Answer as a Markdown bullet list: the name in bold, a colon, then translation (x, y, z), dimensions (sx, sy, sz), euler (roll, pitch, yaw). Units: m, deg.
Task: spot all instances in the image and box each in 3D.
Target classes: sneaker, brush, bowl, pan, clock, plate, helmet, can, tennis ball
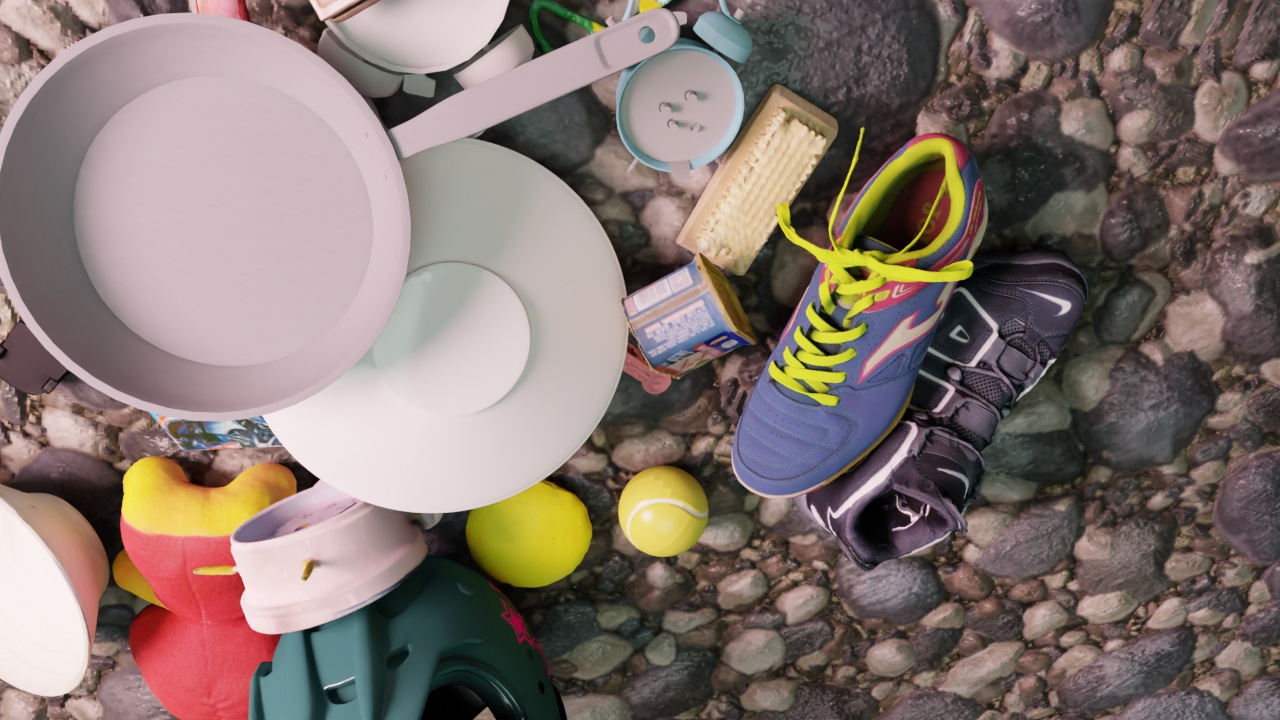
- **sneaker**: translation (0.121, -0.027, 0.552), dimensions (0.116, 0.091, 0.242), euler (31, 93, 23)
- **brush**: translation (0.073, -0.107, 0.569), dimensions (0.049, 0.039, 0.117), euler (27, 111, -16)
- **sneaker**: translation (0.197, 0.040, 0.593), dimensions (0.097, 0.150, 0.253), euler (33, 111, -19)
- **bowl**: translation (-0.429, 0.144, 0.643), dimensions (0.177, 0.057, 0.177), euler (9, 115, 21)
- **pan**: translation (-0.147, -0.101, 0.471), dimensions (0.356, 0.051, 0.201), euler (-24, 100, -3)
- **clock**: translation (-0.195, 0.113, 0.605), dimensions (0.117, 0.157, 0.059), euler (-10, 105, 28)
- **clock**: translation (0.021, -0.165, 0.522), dimensions (0.087, 0.042, 0.123), euler (-6, 126, -6)
- **plate**: translation (-0.112, -0.014, 0.538), dimensions (0.229, 0.030, 0.229), euler (-4, 104, -18)
- **helmet**: translation (-0.159, 0.241, 0.607), dimensions (0.176, 0.274, 0.200), euler (-37, 113, 6)
- **clock**: translation (-0.119, -0.193, 0.498), dimensions (0.120, 0.061, 0.159), euler (-2, 117, -3)
- **can**: translation (0.031, -0.025, 0.578), dimensions (0.059, 0.099, 0.054), euler (-27, 78, 12)
- **tennis ball**: translation (0.017, 0.109, 0.666), dimensions (0.065, 0.065, 0.065), euler (-2, 118, -3)

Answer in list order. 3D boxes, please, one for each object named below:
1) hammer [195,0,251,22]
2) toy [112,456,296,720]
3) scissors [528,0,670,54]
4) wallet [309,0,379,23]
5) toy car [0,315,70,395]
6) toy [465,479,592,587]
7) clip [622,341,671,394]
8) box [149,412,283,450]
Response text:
- **hammer**: translation (-0.231, -0.178, 0.489), dimensions (0.140, 0.036, 0.326), euler (-3, 110, -2)
- **toy**: translation (-0.309, 0.176, 0.668), dimensions (0.147, 0.098, 0.216), euler (6, 113, 2)
- **scissors**: translation (-0.001, -0.194, 0.533), dimensions (0.125, 0.011, 0.130), euler (16, 117, -17)
- **wallet**: translation (-0.138, -0.236, 0.430), dimensions (0.099, 0.026, 0.121), euler (-19, 106, 20)
- **toy car**: translation (-0.380, -0.013, 0.592), dimensions (0.092, 0.036, 0.042), euler (-36, 117, 26)
- **toy**: translation (-0.083, 0.129, 0.685), dimensions (0.094, 0.041, 0.095), euler (-42, 113, 12)
- **clip**: translation (-0.006, -0.001, 0.634), dimensions (0.023, 0.044, 0.060), euler (-44, 141, 21)
- **box**: translation (-0.210, 0.000, 0.592), dimensions (0.243, 0.070, 0.171), euler (-3, 119, -1)
